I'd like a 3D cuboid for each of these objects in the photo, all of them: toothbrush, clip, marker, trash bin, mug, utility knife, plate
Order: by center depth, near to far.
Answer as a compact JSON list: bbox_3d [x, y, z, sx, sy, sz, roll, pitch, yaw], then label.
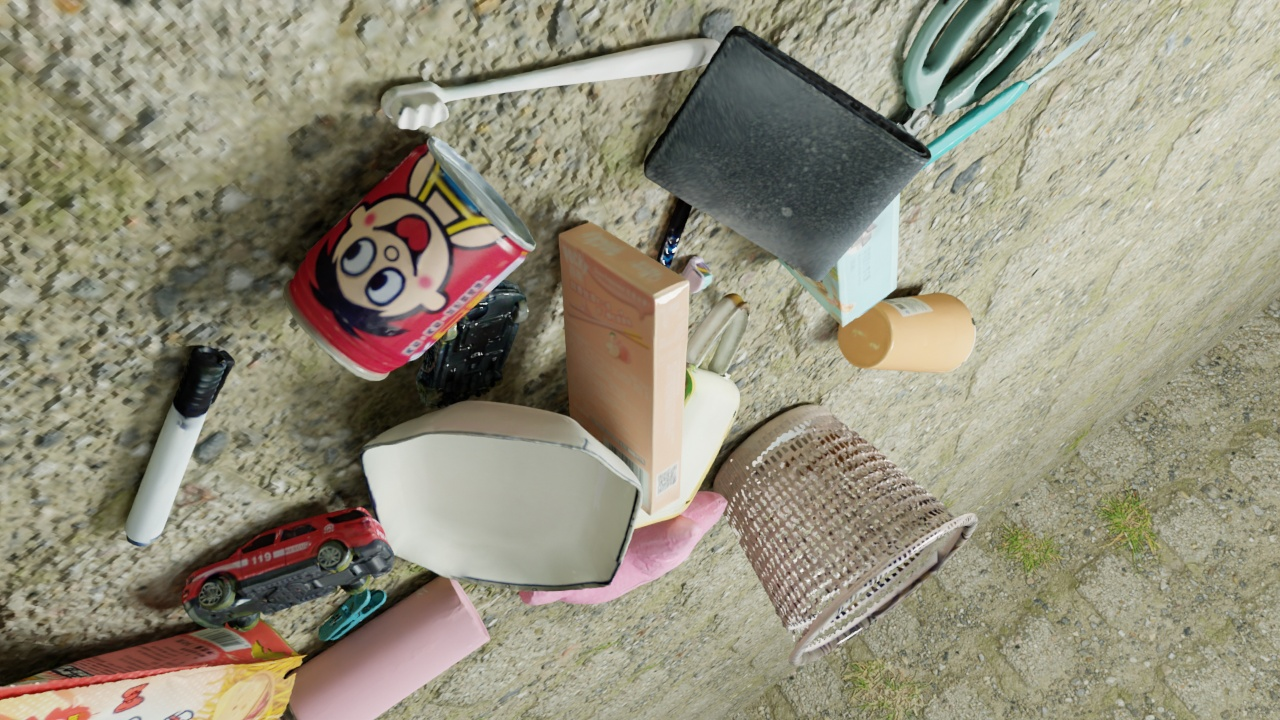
[{"bbox_3d":[-0.030,-0.127,0.415,0.179,0.016,0.016,-22,152,-32],"label":"toothbrush"},{"bbox_3d":[-0.225,0.045,0.445,0.022,0.018,0.131,-15,146,-54],"label":"marker"},{"bbox_3d":[0.021,-0.074,0.562,0.014,0.016,0.190,-23,149,-38],"label":"toothbrush"},{"bbox_3d":[-0.086,0.092,0.584,0.162,0.034,0.266,8,149,-3],"label":"plate"},{"bbox_3d":[0.228,-0.165,0.639,0.209,0.013,0.029,-35,163,6],"label":"utility knife"},{"bbox_3d":[-0.004,0.004,0.648,0.021,0.029,0.190,24,126,-14],"label":"toothbrush"},{"bbox_3d":[-0.216,0.189,0.684,0.057,0.014,0.048,-39,155,4],"label":"clip"},{"bbox_3d":[0.242,-0.024,0.843,0.122,0.078,0.078,-3,137,-42],"label":"mug"},{"bbox_3d":[0.185,0.159,0.921,0.227,0.192,0.228,-28,151,-18],"label":"trash bin"}]

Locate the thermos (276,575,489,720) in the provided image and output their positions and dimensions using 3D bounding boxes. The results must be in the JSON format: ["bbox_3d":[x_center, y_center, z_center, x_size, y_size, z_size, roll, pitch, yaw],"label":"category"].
[{"bbox_3d":[-0.219,0.247,0.722,0.198,0.067,0.087,-33,-178,-10],"label":"thermos"}]

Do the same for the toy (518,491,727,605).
[{"bbox_3d":[-0.013,0.160,0.801,0.194,0.074,0.178,-22,177,-4],"label":"toy"}]

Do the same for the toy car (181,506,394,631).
[{"bbox_3d":[-0.212,0.126,0.555,0.120,0.045,0.053,-18,148,-12],"label":"toy car"}]

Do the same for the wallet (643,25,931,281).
[{"bbox_3d":[0.072,-0.102,0.478,0.097,0.121,0.019,-52,-168,42],"label":"wallet"}]

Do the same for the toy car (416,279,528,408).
[{"bbox_3d":[-0.095,-0.011,0.500,0.048,0.031,0.106,-18,155,-32],"label":"toy car"}]

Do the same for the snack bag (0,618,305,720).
[{"bbox_3d":[-0.304,0.188,0.513,0.129,0.073,0.207,-23,160,26],"label":"snack bag"}]

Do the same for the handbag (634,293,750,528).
[{"bbox_3d":[0.028,0.031,0.674,0.179,0.063,0.163,-60,162,6],"label":"handbag"}]

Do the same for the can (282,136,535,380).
[{"bbox_3d":[-0.102,-0.043,0.404,0.094,0.066,0.066,-41,153,7],"label":"can"}]

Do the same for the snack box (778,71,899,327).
[{"bbox_3d":[0.121,-0.095,0.585,0.051,0.074,0.175,-36,153,-3],"label":"snack box"}]

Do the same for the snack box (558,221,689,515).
[{"bbox_3d":[-0.010,0.007,0.527,0.026,0.084,0.157,-25,134,-31],"label":"snack box"}]

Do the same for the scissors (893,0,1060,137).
[{"bbox_3d":[0.193,-0.188,0.591,0.178,0.019,0.169,-42,154,14],"label":"scissors"}]
